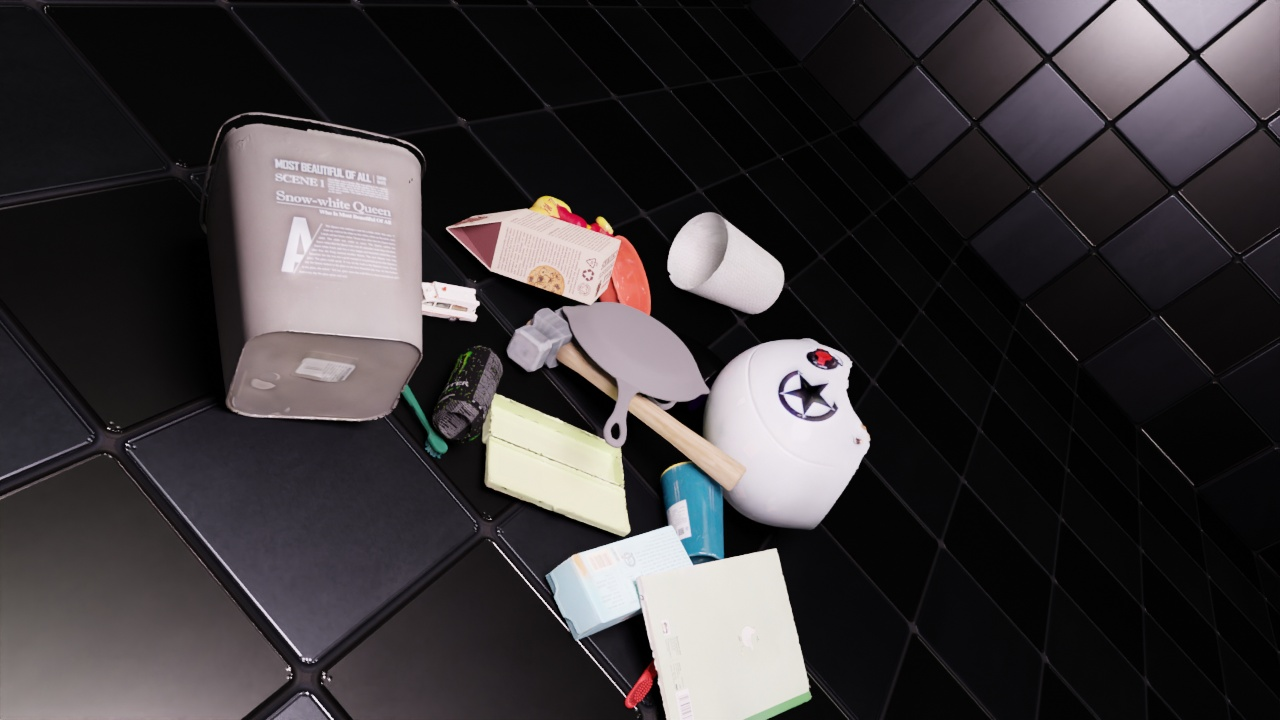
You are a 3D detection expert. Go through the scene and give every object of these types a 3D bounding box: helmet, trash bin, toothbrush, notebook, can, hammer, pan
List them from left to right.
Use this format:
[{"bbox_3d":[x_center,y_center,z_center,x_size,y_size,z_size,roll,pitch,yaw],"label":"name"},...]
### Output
[{"bbox_3d":[-0.306,-0.076,0.868,0.197,0.198,0.219,5,57,-31],"label":"trash bin"},{"bbox_3d":[-0.258,0.024,0.975,0.016,0.017,0.189,-13,63,-53],"label":"toothbrush"},{"bbox_3d":[-0.185,0.034,0.995,0.054,0.054,0.137,36,25,-15],"label":"can"},{"bbox_3d":[-0.011,0.048,1.120,0.323,0.051,0.117,36,30,12],"label":"hammer"},{"bbox_3d":[-0.007,0.006,1.116,0.216,0.024,0.353,30,26,-7],"label":"pan"},{"bbox_3d":[0.037,0.305,0.998,0.012,0.018,0.211,48,33,3],"label":"toothbrush"},{"bbox_3d":[0.148,-0.152,1.524,0.161,0.134,0.133,23,39,-39],"label":"trash bin"},{"bbox_3d":[0.100,0.312,1.015,0.252,0.010,0.181,2,70,-48],"label":"notebook"},{"bbox_3d":[0.164,0.086,1.204,0.163,0.237,0.263,7,49,-18],"label":"helmet"}]

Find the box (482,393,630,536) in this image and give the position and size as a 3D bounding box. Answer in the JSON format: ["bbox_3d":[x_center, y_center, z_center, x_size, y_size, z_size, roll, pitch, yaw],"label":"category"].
[{"bbox_3d":[-0.095,0.120,1.043,0.187,0.024,0.137,25,32,-30],"label":"box"}]

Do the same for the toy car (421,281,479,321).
[{"bbox_3d":[-0.242,-0.074,1.076,0.113,0.039,0.039,10,48,-43],"label":"toy car"}]

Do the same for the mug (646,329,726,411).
[{"bbox_3d":[0.048,0.017,1.279,0.118,0.085,0.100,-36,68,-27],"label":"mug"}]

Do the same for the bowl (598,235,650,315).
[{"bbox_3d":[-0.032,-0.111,1.319,0.130,0.045,0.130,-14,90,-69],"label":"bowl"}]

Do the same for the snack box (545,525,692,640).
[{"bbox_3d":[-0.015,0.235,0.984,0.174,0.053,0.075,-6,60,-50],"label":"snack box"}]

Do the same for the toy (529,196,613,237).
[{"bbox_3d":[-0.101,-0.191,1.343,0.137,0.067,0.105,24,39,-18],"label":"toy"}]

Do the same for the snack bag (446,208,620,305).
[{"bbox_3d":[-0.142,-0.149,1.204,0.206,0.070,0.094,19,21,5],"label":"snack bag"}]

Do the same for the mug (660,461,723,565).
[{"bbox_3d":[0.066,0.192,1.105,0.078,0.078,0.121,25,43,-29],"label":"mug"}]
